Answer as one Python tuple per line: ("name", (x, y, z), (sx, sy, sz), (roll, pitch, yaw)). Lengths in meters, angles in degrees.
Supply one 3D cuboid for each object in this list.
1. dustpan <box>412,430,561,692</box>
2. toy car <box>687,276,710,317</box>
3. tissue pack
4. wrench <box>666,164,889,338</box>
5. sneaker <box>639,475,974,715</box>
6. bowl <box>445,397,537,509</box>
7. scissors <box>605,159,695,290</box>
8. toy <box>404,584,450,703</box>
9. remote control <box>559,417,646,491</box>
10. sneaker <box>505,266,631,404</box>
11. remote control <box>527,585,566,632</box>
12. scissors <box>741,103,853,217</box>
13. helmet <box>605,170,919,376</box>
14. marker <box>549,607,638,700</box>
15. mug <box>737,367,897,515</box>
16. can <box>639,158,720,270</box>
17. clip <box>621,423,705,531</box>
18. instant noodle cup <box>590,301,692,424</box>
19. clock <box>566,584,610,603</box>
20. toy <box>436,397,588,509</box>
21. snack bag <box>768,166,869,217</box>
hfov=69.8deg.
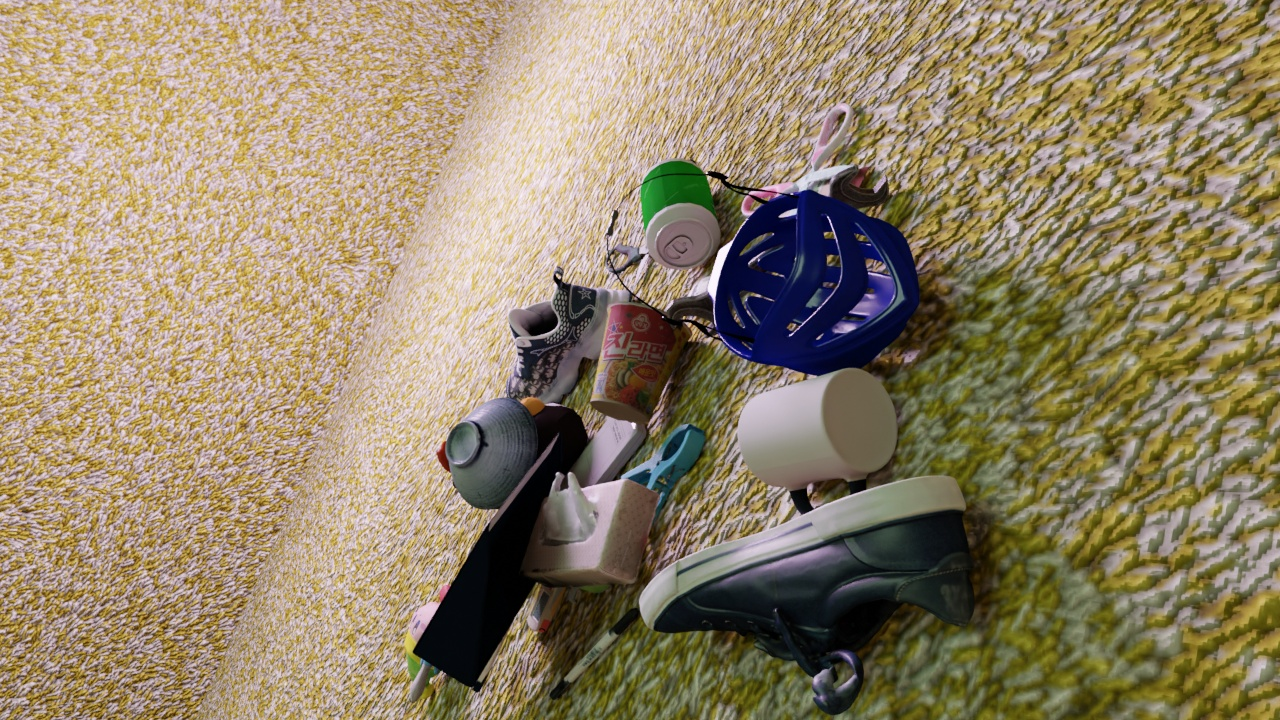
("dustpan", (-0.147, 0.242, 0.981), (0.274, 0.080, 0.235), (-58, -1, 22))
("toy car", (0.076, -0.076, 1.019), (0.090, 0.027, 0.038), (-21, 49, 56))
("tissue pack", (-0.061, 0.165, 0.902), (0.182, 0.071, 0.103), (-25, 45, 58))
("wrench", (0.128, -0.099, 0.899), (0.274, 0.070, 0.010), (-39, 35, 38))
("sneaker", (0.107, 0.181, 0.645), (0.296, 0.120, 0.127), (-32, 61, 45))
("bowl", (-0.190, 0.103, 1.078), (0.137, 0.057, 0.137), (-13, 66, 33))
("scissors", (0.016, -0.187, 1.263), (0.205, 0.015, 0.202), (-63, 24, -5))
("toy", (-0.264, 0.377, 1.191), (0.131, 0.097, 0.124), (-46, 30, -7))
("remote control", (-0.046, 0.119, 1.070), (0.151, 0.019, 0.074), (-53, 27, 18))
("sneaker", (-0.132, -0.028, 1.249), (0.270, 0.132, 0.103), (-41, 34, 41))
("remote control", (-0.095, 0.247, 1.040), (0.038, 0.018, 0.125), (14, 79, 65))
("scissors", (0.170, -0.198, 0.950), (0.176, 0.013, 0.171), (-60, 23, -15))
("helmet", (0.094, -0.076, 0.748), (0.242, 0.227, 0.148), (19, 92, 66))
("marker", (-0.047, 0.292, 0.912), (0.152, 0.011, 0.011), (-51, 27, 25))
("mug", (0.139, 0.070, 0.710), (0.097, 0.078, 0.112), (-22, 74, 55))
("can", (0.046, -0.178, 1.106), (0.088, 0.087, 0.139), (-48, 29, 30))
("clip", (0.024, 0.107, 0.945), (0.116, 0.026, 0.097), (-52, 29, 22))
("instant noodle cup", (-0.006, 0.006, 1.010), (0.101, 0.100, 0.112), (-14, 53, 58))
("clock", (-0.049, 0.195, 0.973), (0.094, 0.042, 0.119), (12, 76, 63))
("toy", (-0.139, 0.120, 1.160), (0.185, 0.140, 0.158), (-24, 12, 41))
("snack bag", (0.170, -0.161, 0.937), (0.057, 0.013, 0.158), (-62, 24, -13))
